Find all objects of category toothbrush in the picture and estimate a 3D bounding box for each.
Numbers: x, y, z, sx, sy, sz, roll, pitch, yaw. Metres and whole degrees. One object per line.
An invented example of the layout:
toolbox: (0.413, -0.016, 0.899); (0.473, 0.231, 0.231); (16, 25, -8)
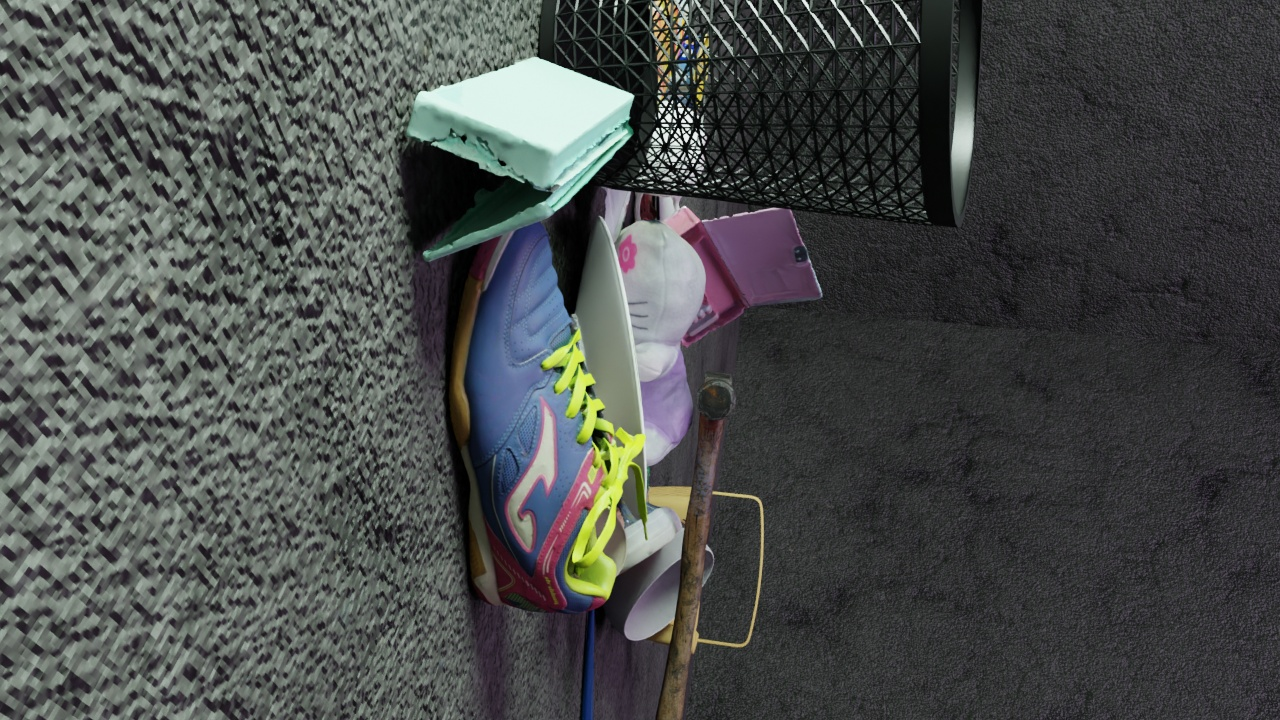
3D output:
toothbrush: (-0.047, 0.298, 0.918); (0.016, 0.017, 0.190); (-42, 137, -76)

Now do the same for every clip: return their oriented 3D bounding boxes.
clip: (0.006, -0.169, 0.963); (0.035, 0.022, 0.058); (-61, 154, -60)

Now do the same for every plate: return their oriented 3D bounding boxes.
plate: (0.029, -0.148, 1.023); (0.173, 0.019, 0.173); (89, 0, -90)
plate: (-0.032, 0.008, 0.693); (0.229, 0.030, 0.229); (171, -89, -82)

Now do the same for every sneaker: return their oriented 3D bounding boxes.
sneaker: (-0.045, 0.035, 0.519); (0.116, 0.091, 0.242); (-61, 155, -63)
sneaker: (-0.015, 0.144, 0.852); (0.079, 0.087, 0.235); (57, -5, 7)

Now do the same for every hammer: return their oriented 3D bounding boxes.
hammer: (0.048, 0.173, 0.829); (0.120, 0.033, 0.330); (-46, 144, -81)

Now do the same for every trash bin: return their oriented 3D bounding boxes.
trash bin: (0.082, -0.195, 0.588); (0.216, 0.244, 0.217); (4, 90, -67)

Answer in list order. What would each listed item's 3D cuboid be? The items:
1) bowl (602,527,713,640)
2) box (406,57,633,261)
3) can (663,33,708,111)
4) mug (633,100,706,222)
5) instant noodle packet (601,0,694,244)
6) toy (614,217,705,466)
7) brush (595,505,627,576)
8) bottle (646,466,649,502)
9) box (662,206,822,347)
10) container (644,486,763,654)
bowl: (0.011, 0.233, 0.997); (0.131, 0.064, 0.132); (-32, 145, -26)
box: (-0.055, -0.097, 0.470); (0.188, 0.077, 0.079); (-70, 179, -65)
can: (0.036, -0.299, 0.948); (0.099, 0.059, 0.054); (-75, 167, -48)
mug: (0.021, -0.182, 0.869); (0.090, 0.076, 0.124); (-63, 156, -68)
instant noodle packet: (-0.003, -0.235, 0.749); (0.147, 0.057, 0.268); (72, 26, -50)
toy: (0.009, -0.020, 0.791); (0.137, 0.085, 0.209); (-122, -147, -71)
brush: (-0.052, 0.064, 0.640); (0.077, 0.062, 0.273); (-115, -169, -46)
bottle: (-0.009, 0.153, 0.992); (0.042, 0.043, 0.110); (-75, 168, -46)
box: (0.085, -0.093, 0.946); (0.233, 0.180, 0.055); (46, 26, -66)
container: (0.063, 0.247, 1.112); (0.129, 0.167, 0.183); (5, 90, -81)
